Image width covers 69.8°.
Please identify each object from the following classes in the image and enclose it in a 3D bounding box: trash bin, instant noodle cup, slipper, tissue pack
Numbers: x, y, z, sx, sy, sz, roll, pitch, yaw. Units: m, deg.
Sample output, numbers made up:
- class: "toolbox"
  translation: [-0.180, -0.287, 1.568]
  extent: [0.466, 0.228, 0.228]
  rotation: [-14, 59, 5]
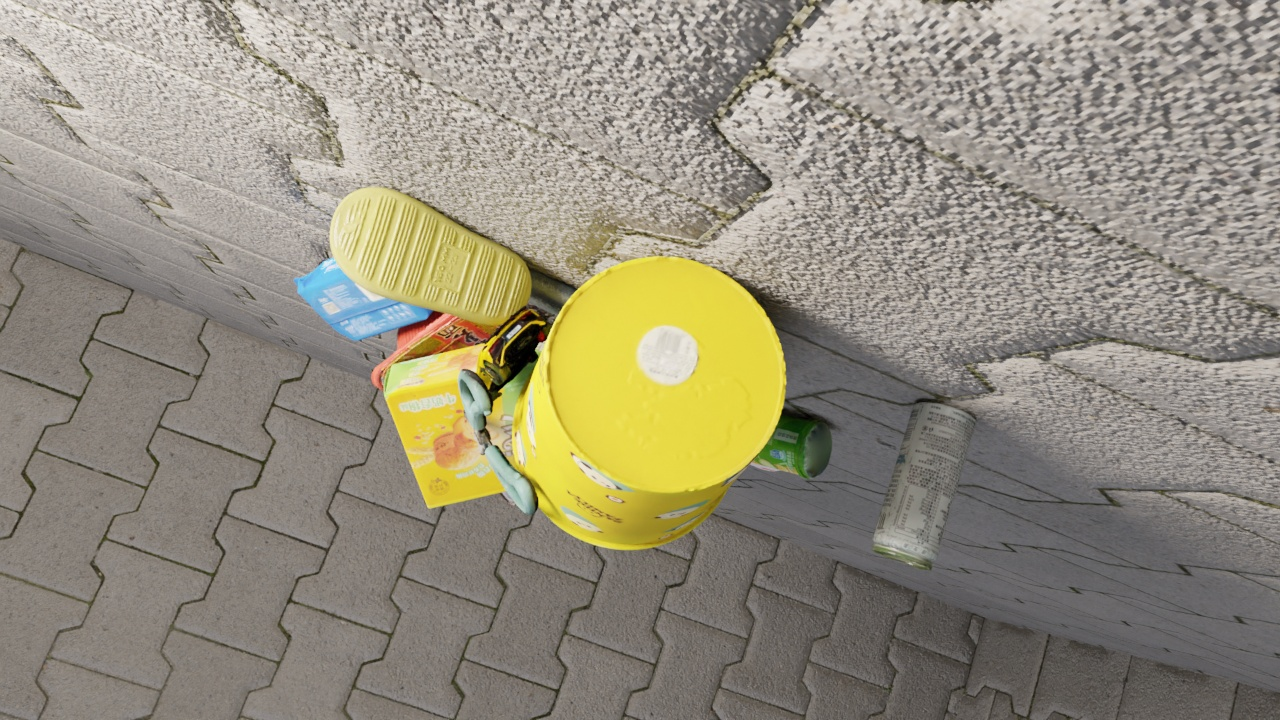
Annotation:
- class: "trash bin"
  translation: [0.002, 0.040, 0.796]
  extent: [0.229, 0.229, 0.256]
  rotation: [21, 164, -1]
- class: "instant noodle cup"
  translation: [-0.202, -0.016, 1.067]
  extent: [0.164, 0.189, 0.079]
  rotation: [36, -157, -52]
- class: "slipper"
  translation: [-0.195, -0.088, 0.846]
  extent: [0.190, 0.091, 0.082]
  rotation: [22, 172, -26]
- class: "tissue pack"
  translation: [-0.297, -0.078, 1.008]
  extent: [0.157, 0.052, 0.095]
  rotation: [-14, 131, 26]

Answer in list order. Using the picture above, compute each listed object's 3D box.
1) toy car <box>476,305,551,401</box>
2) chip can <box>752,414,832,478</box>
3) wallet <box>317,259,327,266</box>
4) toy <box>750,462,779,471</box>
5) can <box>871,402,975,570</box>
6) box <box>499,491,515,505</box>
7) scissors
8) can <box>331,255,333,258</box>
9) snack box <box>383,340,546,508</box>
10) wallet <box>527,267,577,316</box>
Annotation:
- class: "toy car"
  translation: [-0.126, -0.004, 0.865]
  extent: [0.041, 0.071, 0.156]
  rotation: [44, 160, 1]
- class: "chip can"
  translation: [0.134, 0.092, 1.156]
  extent: [0.222, 0.072, 0.072]
  rotation: [11, 166, 41]
- class: "wallet"
  translation: [-0.354, -0.110, 1.194]
  extent: [0.096, 0.020, 0.122]
  rotation: [23, 169, -37]
- class: "toy"
  translation: [0.141, 0.110, 1.290]
  extent: [0.159, 0.054, 0.121]
  rotation: [28, 169, 2]
- class: "can"
  translation: [0.260, 0.114, 0.843]
  extent: [0.058, 0.146, 0.058]
  rotation: [19, 169, 4]
- class: "box"
  translation: [-0.086, 0.120, 1.184]
  extent: [0.179, 0.124, 0.274]
  rotation: [-23, 138, 29]
- class: "scissors"
  translation: [-0.148, 0.063, 0.875]
  extent: [0.172, 0.019, 0.179]
  rotation: [40, 150, 50]
- class: "can"
  translation: [-0.294, -0.094, 1.070]
  extent: [0.132, 0.053, 0.053]
  rotation: [23, 169, -15]
- class: "snack box"
  translation: [-0.155, 0.062, 1.006]
  extent: [0.210, 0.158, 0.070]
  rotation: [-12, -150, 0]
- class: "wallet"
  translation: [-0.098, -0.067, 0.951]
  extent: [0.097, 0.019, 0.121]
  rotation: [26, 169, -16]
